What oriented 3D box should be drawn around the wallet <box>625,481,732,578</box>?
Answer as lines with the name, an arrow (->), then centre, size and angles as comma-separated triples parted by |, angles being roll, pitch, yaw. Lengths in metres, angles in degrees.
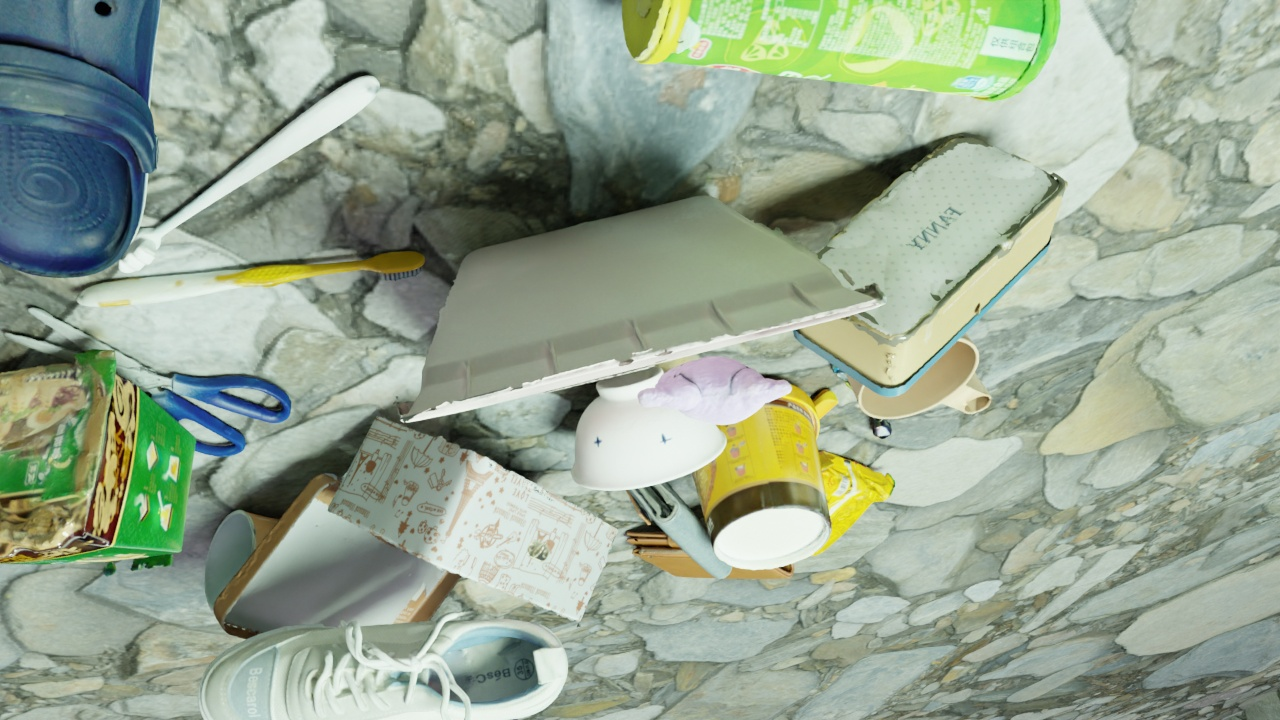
wallet -> 0.018, 0.124, 0.764 | 0.037, 0.106, 0.130 | -43, 140, -3

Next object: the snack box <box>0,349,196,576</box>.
snack box -> -0.341, 0.070, 0.557 | 0.118, 0.117, 0.106 | -8, 157, 10

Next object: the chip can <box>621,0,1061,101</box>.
chip can -> 0.103, -0.173, 0.454 | 0.221, 0.072, 0.073 | 0, 139, -20

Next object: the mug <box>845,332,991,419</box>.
mug -> 0.188, -0.020, 0.650 | 0.124, 0.103, 0.084 | 17, 131, -36

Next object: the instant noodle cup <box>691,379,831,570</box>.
instant noodle cup -> 0.095, 0.095, 0.736 | 0.118, 0.114, 0.119 | -5, 139, -5

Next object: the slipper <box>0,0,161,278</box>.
slipper -> -0.253, -0.119, 0.371 | 0.105, 0.095, 0.254 | 3, 142, -28

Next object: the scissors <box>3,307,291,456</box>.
scissors -> -0.312, 0.020, 0.584 | 0.170, 0.012, 0.141 | 7, 136, -26

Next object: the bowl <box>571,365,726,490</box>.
bowl -> -0.001, 0.042, 0.674 | 0.118, 0.118, 0.065 | -14, 104, -4

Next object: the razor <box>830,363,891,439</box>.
razor -> 0.200, 0.036, 0.791 | 0.043, 0.022, 0.143 | -22, 142, 10

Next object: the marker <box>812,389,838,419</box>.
marker -> 0.129, 0.065, 0.807 | 0.018, 0.015, 0.124 | 13, 136, -31

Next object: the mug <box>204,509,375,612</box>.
mug -> -0.270, 0.167, 0.733 | 0.078, 0.078, 0.122 | -40, 141, 27

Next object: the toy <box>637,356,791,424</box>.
toy -> 0.039, 0.017, 0.546 | 0.084, 0.039, 0.108 | -3, -175, -1

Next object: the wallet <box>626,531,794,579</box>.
wallet -> 0.065, 0.186, 0.880 | 0.132, 0.031, 0.107 | -10, 150, 35

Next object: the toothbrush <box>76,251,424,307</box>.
toothbrush -> -0.222, -0.046, 0.534 | 0.191, 0.016, 0.018 | -8, 150, -12

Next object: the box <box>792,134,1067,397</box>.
box -> 0.171, -0.058, 0.559 | 0.184, 0.090, 0.059 | -39, 146, -16

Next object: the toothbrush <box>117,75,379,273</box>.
toothbrush -> -0.207, -0.095, 0.477 | 0.180, 0.016, 0.016 | -29, 143, 15

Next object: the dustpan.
dustpan -> -0.003, 0.003, 0.529 | 0.222, 0.273, 0.139 | -12, 117, -2

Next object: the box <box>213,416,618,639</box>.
box -> -0.151, 0.160, 0.671 | 0.226, 0.156, 0.180 | -53, 139, -6

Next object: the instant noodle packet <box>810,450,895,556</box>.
instant noodle packet -> 0.170, 0.141, 0.892 | 0.110, 0.044, 0.129 | 19, 127, -35

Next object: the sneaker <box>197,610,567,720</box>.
sneaker -> -0.165, 0.212, 0.600 | 0.242, 0.089, 0.091 | -2, 162, -11
